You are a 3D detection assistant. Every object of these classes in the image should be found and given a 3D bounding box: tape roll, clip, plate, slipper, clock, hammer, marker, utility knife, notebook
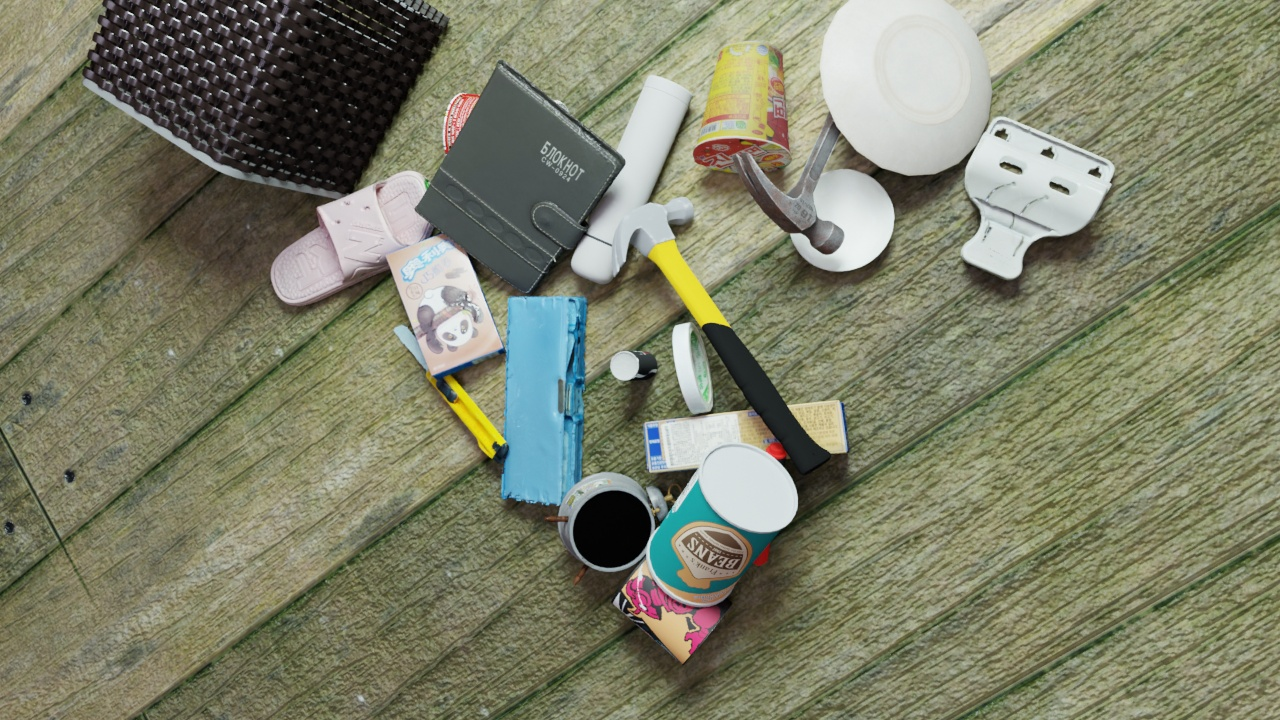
[{"bbox_3d":[0.055,0.008,0.948,0.018,0.093,0.094,-12,87,15],"label":"tape roll"},{"bbox_3d":[0.363,-0.152,0.872,0.126,0.099,0.152,29,87,16],"label":"clip"},{"bbox_3d":[0.206,-0.142,0.942,0.104,0.026,0.104,0,89,16],"label":"plate"},{"bbox_3d":[-0.345,-0.139,1.074,0.240,0.064,0.094,-28,83,15],"label":"slipper"},{"bbox_3d":[-0.022,0.169,0.981,0.147,0.056,0.104,-23,101,-8],"label":"clock"},{"bbox_3d":[0.080,-0.026,0.914,0.323,0.126,0.029,57,142,15],"label":"hammer"},{"bbox_3d":[0.127,0.146,0.931,0.023,0.021,0.145,11,121,10],"label":"marker"},{"bbox_3d":[0.262,-0.274,0.878,0.188,0.027,0.188,1,86,-16],"label":"plate"},{"bbox_3d":[0.198,-0.274,0.898,0.137,0.035,0.314,29,82,-26],"label":"hammer"},{"bbox_3d":[-0.220,0.034,1.054,0.217,0.019,0.030,48,109,23],"label":"utility knife"},{"bbox_3d":[-0.130,-0.182,0.971,0.169,0.029,0.210,38,129,-4],"label":"notebook"}]

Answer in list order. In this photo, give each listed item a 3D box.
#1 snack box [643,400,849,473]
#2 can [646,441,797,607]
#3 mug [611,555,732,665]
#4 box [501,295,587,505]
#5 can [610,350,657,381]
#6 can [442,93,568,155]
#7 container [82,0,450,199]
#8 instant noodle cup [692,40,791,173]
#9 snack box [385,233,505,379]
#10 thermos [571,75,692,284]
[{"bbox_3d":[0.109,0.080,0.954,0.207,0.057,0.056,-7,84,16],"label":"snack box"},{"bbox_3d":[0.076,0.162,0.899,0.099,0.099,0.144,39,134,12],"label":"can"},{"bbox_3d":[0.044,0.240,0.965,0.098,0.082,0.117,39,72,12],"label":"mug"},{"bbox_3d":[-0.110,0.043,1.014,0.093,0.054,0.231,3,91,16],"label":"box"},{"bbox_3d":[-0.006,0.006,0.971,0.031,0.080,0.031,0,90,16],"label":"can"},{"bbox_3d":[-0.144,-0.244,1.007,0.116,0.086,0.086,9,92,16],"label":"can"},{"bbox_3d":[-0.407,-0.345,1.001,0.247,0.245,0.244,32,101,13],"label":"container"},{"bbox_3d":[0.110,-0.260,0.938,0.100,0.100,0.112,5,83,15],"label":"instant noodle cup"},{"bbox_3d":[-0.220,-0.064,1.042,0.087,0.034,0.151,-22,83,-5],"label":"snack box"},{"bbox_3d":[-0.012,-0.191,0.988,0.052,0.052,0.224,25,96,14],"label":"thermos"}]
